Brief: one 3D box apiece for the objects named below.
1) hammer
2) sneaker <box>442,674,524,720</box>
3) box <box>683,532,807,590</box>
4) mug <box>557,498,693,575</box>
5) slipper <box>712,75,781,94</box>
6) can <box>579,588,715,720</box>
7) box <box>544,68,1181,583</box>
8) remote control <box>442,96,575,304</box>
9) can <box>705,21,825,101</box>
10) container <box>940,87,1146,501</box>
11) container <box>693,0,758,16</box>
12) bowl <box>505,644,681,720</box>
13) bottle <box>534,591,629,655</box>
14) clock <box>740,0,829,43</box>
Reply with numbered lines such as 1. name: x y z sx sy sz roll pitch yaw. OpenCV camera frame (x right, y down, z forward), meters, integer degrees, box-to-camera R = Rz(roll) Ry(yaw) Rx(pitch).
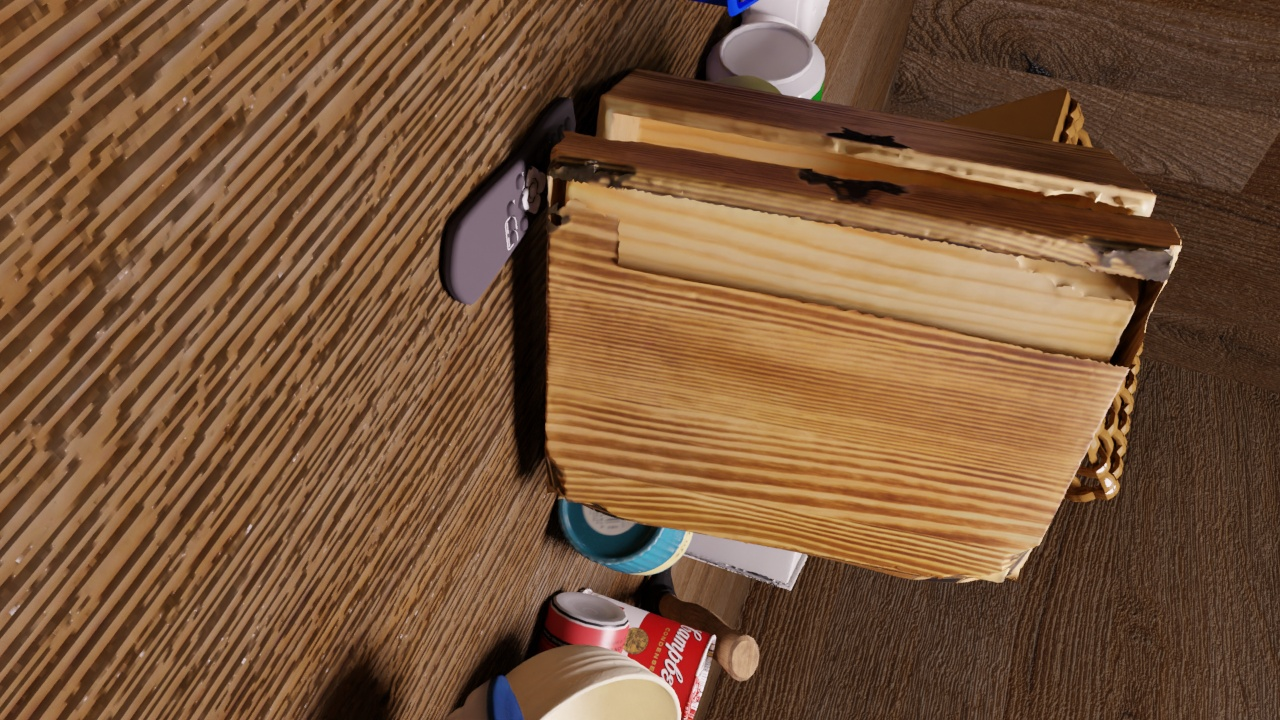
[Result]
1. hammer: 0.050 0.261 0.895 0.306 0.040 0.132 160 -59 -76
2. sneaker: -0.099 0.264 0.451 0.132 0.103 0.270 -19 138 -16
3. box: 0.139 0.105 1.042 0.477 0.166 0.119 -46 148 -61
4. mug: -0.011 0.097 0.671 0.107 0.083 0.113 48 37 -70
5. slipper: 0.040 -0.122 0.631 0.191 0.091 0.081 103 -29 -51
6. can: -0.007 0.247 0.750 0.086 0.116 0.086 17 89 -76
7. box: 0.096 -0.008 0.516 0.167 0.279 0.245 -70 170 -58
8. remote control: -0.057 -0.074 0.423 0.046 0.009 0.124 91 21 -46
9. can: 0.094 -0.184 0.719 0.140 0.088 0.087 84 26 -56
10. container: 0.234 -0.040 0.742 0.214 0.252 0.218 54 49 -28
11. container: 0.041 -0.255 0.497 0.096 0.058 0.114 -54 156 -54
12. bowl: -0.055 0.244 0.601 0.150 0.075 0.151 -20 126 -30
13. bottle: -0.060 0.267 0.686 0.062 0.062 0.176 -1 107 -75
14. clock: 0.132 -0.318 0.735 0.125 0.073 0.161 -48 152 -63
